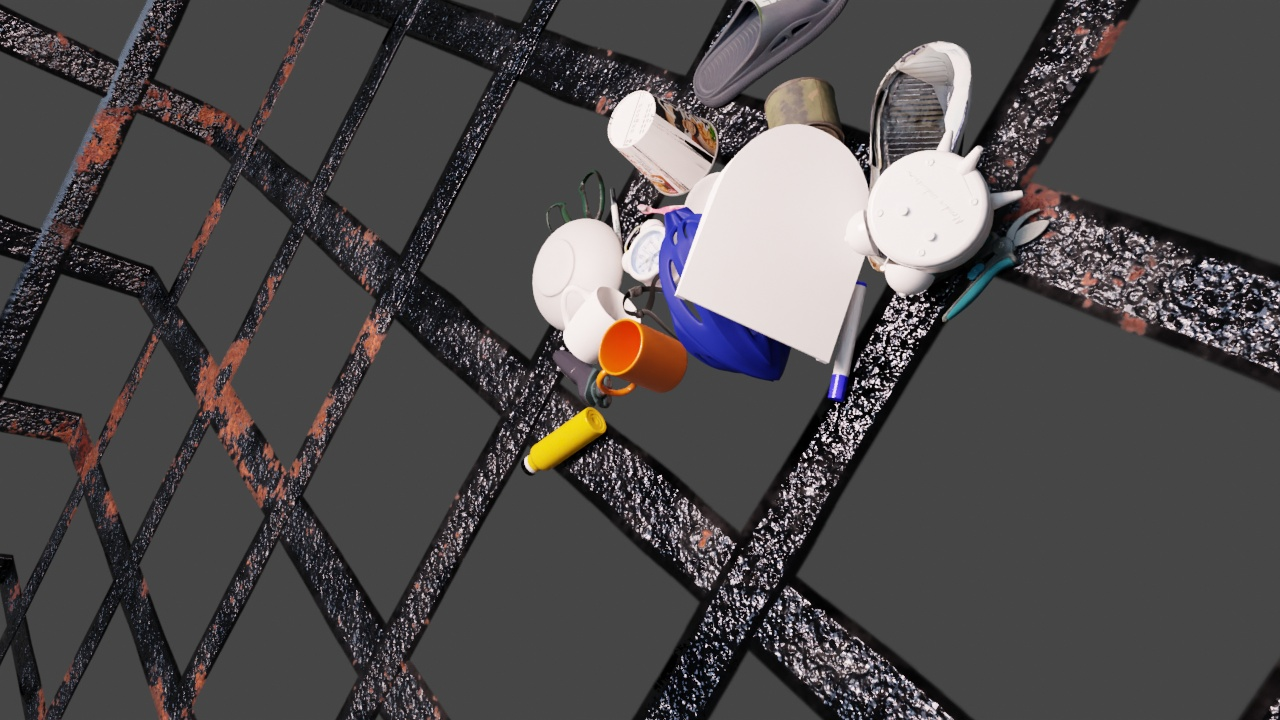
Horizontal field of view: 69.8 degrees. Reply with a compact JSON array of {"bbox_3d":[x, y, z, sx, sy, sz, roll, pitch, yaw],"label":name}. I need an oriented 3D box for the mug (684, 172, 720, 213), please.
[{"bbox_3d":[0.116,-0.188,1.212,0.094,0.068,0.115,-45,50,20],"label":"mug"}]

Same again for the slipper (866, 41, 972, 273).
[{"bbox_3d":[0.315,-0.226,1.049,0.111,0.063,0.264,5,90,24],"label":"slipper"}]

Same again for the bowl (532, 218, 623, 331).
[{"bbox_3d":[-0.109,-0.133,1.382,0.177,0.066,0.176,-12,73,42],"label":"bowl"}]

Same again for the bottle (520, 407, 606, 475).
[{"bbox_3d":[-0.115,0.121,1.322,0.144,0.043,0.043,-36,53,27],"label":"bottle"}]

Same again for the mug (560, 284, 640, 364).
[{"bbox_3d":[-0.071,-0.057,1.304,0.088,0.114,0.080,-45,18,28],"label":"mug"}]

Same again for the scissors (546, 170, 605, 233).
[{"bbox_3d":[-0.076,-0.212,1.433,0.137,0.015,0.209,-45,51,18],"label":"scissors"}]

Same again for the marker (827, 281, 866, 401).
[{"bbox_3d":[0.242,-0.023,1.070,0.020,0.020,0.141,5,78,43],"label":"marker"}]

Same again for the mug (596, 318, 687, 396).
[{"bbox_3d":[-0.007,0.007,1.231,0.113,0.096,0.077,-48,49,18],"label":"mug"}]

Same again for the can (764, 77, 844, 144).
[{"bbox_3d":[0.207,-0.298,1.156,0.090,0.089,0.074,-24,60,34],"label":"can"}]

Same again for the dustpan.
[{"bbox_3d":[0.165,-0.148,1.076,0.053,0.191,0.257,149,144,-74],"label":"dustpan"}]

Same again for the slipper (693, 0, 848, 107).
[{"bbox_3d":[0.163,-0.464,1.266,0.269,0.083,0.110,-35,52,29],"label":"slipper"}]

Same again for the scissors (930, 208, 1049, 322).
[{"bbox_3d":[0.365,-0.101,0.990,0.126,0.019,0.154,11,80,42],"label":"scissors"}]

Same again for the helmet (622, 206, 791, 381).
[{"bbox_3d":[0.078,-0.070,1.155,0.228,0.147,0.241,-24,89,52],"label":"helmet"}]

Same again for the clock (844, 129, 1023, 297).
[{"bbox_3d":[0.305,-0.157,0.977,0.161,0.072,0.125,-46,69,17],"label":"clock"}]

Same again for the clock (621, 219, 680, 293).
[{"bbox_3d":[0.018,-0.150,1.301,0.125,0.052,0.089,42,104,46],"label":"clock"}]

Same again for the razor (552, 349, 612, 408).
[{"bbox_3d":[-0.088,0.023,1.338,0.052,0.047,0.143,-43,43,-11],"label":"razor"}]

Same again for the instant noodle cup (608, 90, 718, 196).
[{"bbox_3d":[0.026,-0.315,1.304,0.124,0.121,0.123,-17,64,37],"label":"instant noodle cup"}]

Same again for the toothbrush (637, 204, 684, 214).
[{"bbox_3d":[0.045,-0.214,1.322,0.135,0.016,0.021,15,87,44],"label":"toothbrush"}]

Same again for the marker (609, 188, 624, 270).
[{"bbox_3d":[-0.036,-0.200,1.394,0.011,0.011,0.152,-26,58,33],"label":"marker"}]
